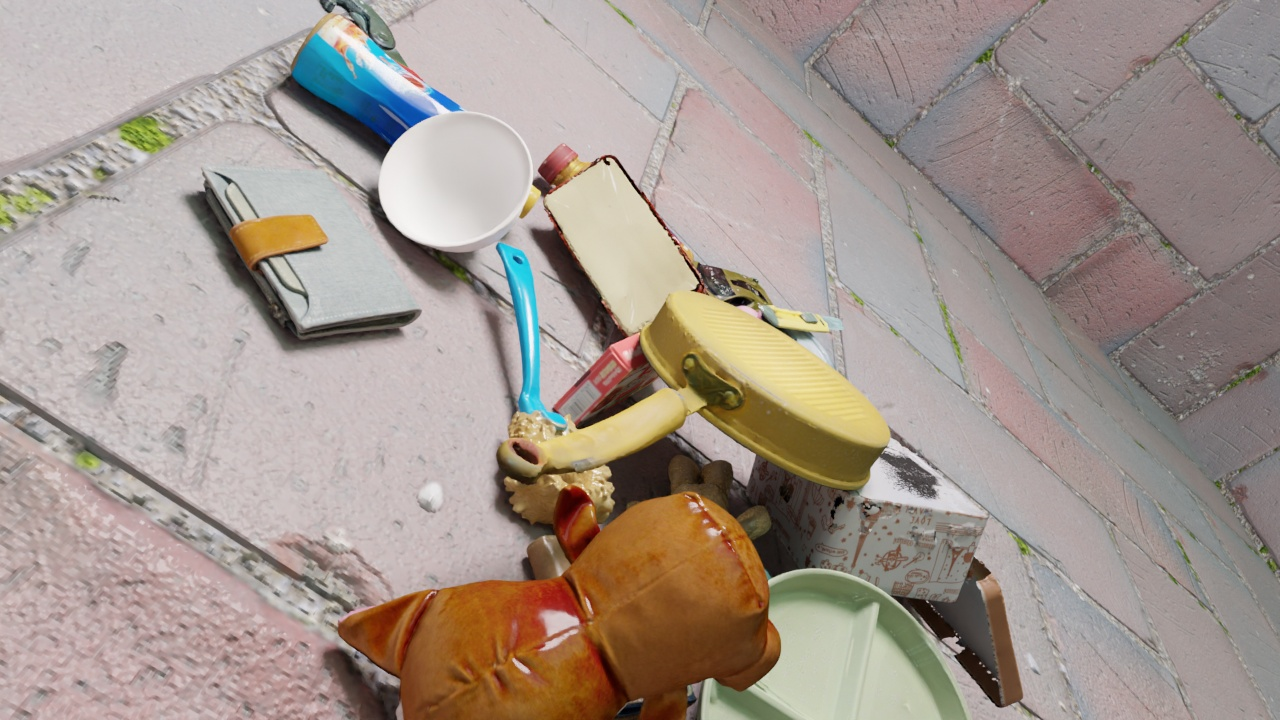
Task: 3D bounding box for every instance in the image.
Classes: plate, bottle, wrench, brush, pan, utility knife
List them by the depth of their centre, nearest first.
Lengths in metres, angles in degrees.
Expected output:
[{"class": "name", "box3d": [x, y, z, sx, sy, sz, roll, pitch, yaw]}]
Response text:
[{"class": "plate", "box3d": [0.128, 0.247, 0.580, 0.230, 0.028, 0.229, 16, 57, -26]}, {"class": "pan", "box3d": [0.041, 0.030, 0.609, 0.198, 0.078, 0.356, 40, 19, 26]}, {"class": "brush", "box3d": [-0.074, 0.010, 0.655, 0.083, 0.046, 0.254, 16, 46, -38]}, {"class": "bottle", "box3d": [-0.180, -0.194, 0.764, 0.218, 0.065, 0.065, 36, 30, -19]}, {"class": "wrench", "box3d": [-0.210, -0.248, 0.849, 0.273, 0.016, 0.056, 53, 32, 13]}, {"class": "bottle", "box3d": [-0.026, -0.143, 0.919, 0.175, 0.058, 0.057, 43, 28, -7]}, {"class": "utility knife", "box3d": [0.180, -0.043, 1.000, 0.204, 0.021, 0.031, 7, 52, -60]}]

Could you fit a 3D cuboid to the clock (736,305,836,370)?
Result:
[{"class": "clock", "box3d": [0.135, -0.002, 0.957, 0.158, 0.060, 0.117, 26, 35, -37]}]

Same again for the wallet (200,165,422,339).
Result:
[{"class": "wallet", "box3d": [-0.213, -0.075, 0.595, 0.129, 0.037, 0.106, 53, 28, 13]}]

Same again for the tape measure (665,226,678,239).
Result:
[{"class": "tape measure", "box3d": [0.020, -0.124, 0.994, 0.054, 0.025, 0.058, 34, 34, -26]}]

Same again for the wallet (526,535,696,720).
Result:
[{"class": "wallet", "box3d": [-0.017, 0.162, 0.562, 0.090, 0.033, 0.115, 14, 38, -44]}]

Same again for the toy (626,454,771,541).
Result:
[{"class": "toy", "box3d": [0.041, 0.119, 0.675, 0.105, 0.066, 0.157, 10, 28, 1]}]

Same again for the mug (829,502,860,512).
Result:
[{"class": "mug", "box3d": [0.179, 0.085, 0.894, 0.114, 0.082, 0.105, -2, 45, -17]}]

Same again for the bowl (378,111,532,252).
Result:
[{"class": "bowl", "box3d": [-0.138, -0.128, 0.722, 0.118, 0.118, 0.065, 57, -7, 19]}]

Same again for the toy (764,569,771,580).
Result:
[{"class": "toy", "box3d": [0.129, 0.212, 0.673, 0.155, 0.050, 0.161, -25, 82, -55]}]

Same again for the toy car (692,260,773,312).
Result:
[{"class": "toy car", "box3d": [0.094, -0.072, 1.013, 0.158, 0.042, 0.070, 8, 46, -46]}]

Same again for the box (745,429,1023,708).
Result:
[{"class": "box", "box3d": [0.214, 0.148, 0.760, 0.270, 0.134, 0.179, 41, 7, -21]}]

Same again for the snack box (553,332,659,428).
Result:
[{"class": "snack box", "box3d": [-0.004, 0.004, 0.737, 0.025, 0.075, 0.152, 50, 28, 7]}]

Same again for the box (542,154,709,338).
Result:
[{"class": "box", "box3d": [-0.016, -0.098, 0.824, 0.168, 0.091, 0.076, 57, 3, 21]}]

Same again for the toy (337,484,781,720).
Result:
[{"class": "toy", "box3d": [-0.034, 0.141, 0.457, 0.199, 0.131, 0.140, -24, 63, -24]}]
